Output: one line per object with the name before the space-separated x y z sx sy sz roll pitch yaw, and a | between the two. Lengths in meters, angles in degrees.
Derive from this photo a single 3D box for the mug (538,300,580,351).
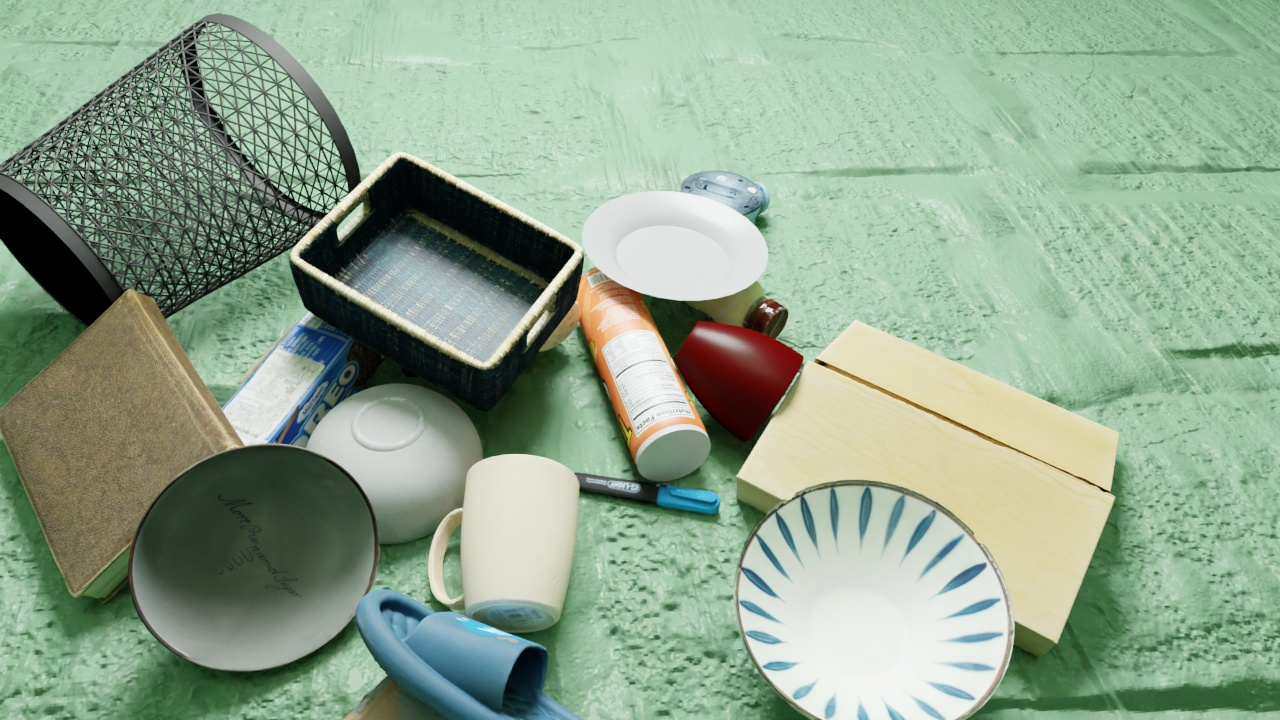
mug | -0.121 -0.049 0.825 0.121 0.081 0.097 -37 62 -13

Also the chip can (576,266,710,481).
chip can | -0.005 0.005 0.793 0.062 0.062 0.210 -9 46 -15

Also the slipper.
slipper | -0.076 0.198 0.559 0.214 0.104 0.059 30 83 11

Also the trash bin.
trash bin | -0.421 -0.154 0.825 0.217 0.217 0.242 26 54 20

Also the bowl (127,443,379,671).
bowl | -0.258 0.128 0.615 0.150 0.151 0.057 -26 11 -29

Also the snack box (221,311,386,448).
snack box | -0.262 0.004 0.756 0.059 0.059 0.225 18 51 13

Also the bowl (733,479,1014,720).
bowl | 0.150 0.174 0.618 0.177 0.071 0.177 -2 52 2

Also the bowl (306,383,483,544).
bowl | -0.190 0.068 0.706 0.132 0.064 0.131 3 44 -3

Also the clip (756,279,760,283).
clip | 0.096 -0.085 0.931 0.058 0.022 0.035 32 47 18

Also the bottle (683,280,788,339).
bottle | 0.068 -0.072 0.886 0.162 0.057 0.056 36 51 27

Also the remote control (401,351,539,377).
remote control | -0.154 -0.007 0.828 0.124 0.010 0.039 -12 46 -18

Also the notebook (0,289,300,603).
notebook | -0.370 0.042 0.678 0.190 0.034 0.215 -44 57 -4

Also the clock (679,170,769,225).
clock | 0.090 -0.170 0.995 0.089 0.052 0.124 19 44 16

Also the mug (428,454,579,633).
mug | -0.099 0.134 0.645 0.112 0.085 0.104 -15 52 19

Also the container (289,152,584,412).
container | -0.159 -0.065 0.738 0.187 0.071 0.145 29 58 9

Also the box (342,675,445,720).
box | -0.107 0.286 0.511 0.216 0.043 0.148 28 52 22

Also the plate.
plate | 0.032 -0.103 0.856 0.173 0.019 0.172 4 42 -4

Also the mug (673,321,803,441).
mug | 0.075 0.008 0.777 0.088 0.114 0.087 34 89 2

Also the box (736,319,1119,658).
box | 0.242 0.074 0.742 0.247 0.097 0.260 27 41 19

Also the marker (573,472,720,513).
marker | 0.002 0.103 0.726 0.123 0.015 0.018 8 44 5
